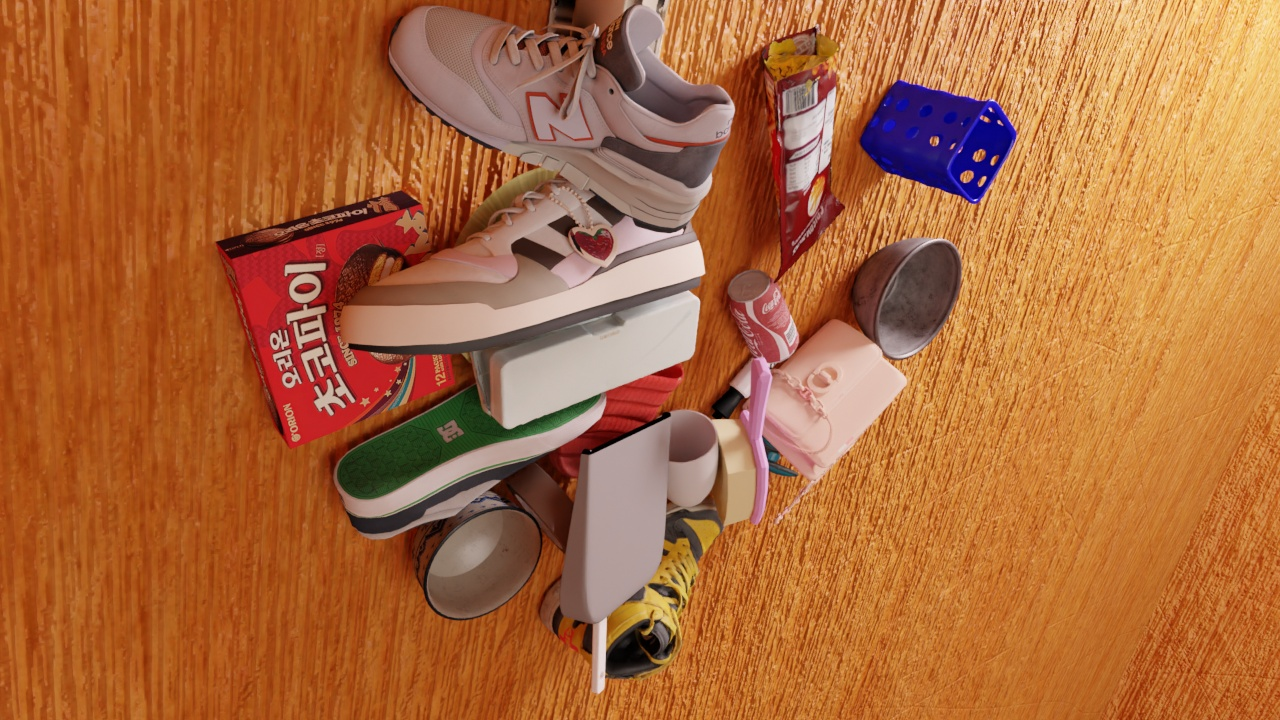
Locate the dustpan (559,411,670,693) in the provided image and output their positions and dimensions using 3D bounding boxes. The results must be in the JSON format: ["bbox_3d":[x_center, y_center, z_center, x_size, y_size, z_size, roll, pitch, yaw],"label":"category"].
[{"bbox_3d":[-0.024,0.186,0.837,0.162,0.033,0.258,-18,113,-63],"label":"dustpan"}]

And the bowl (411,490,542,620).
[{"bbox_3d":[-0.152,0.166,0.818,0.115,0.059,0.116,-20,126,-31],"label":"bowl"}]

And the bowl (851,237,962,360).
[{"bbox_3d":[0.293,-0.079,1.047,0.144,0.067,0.145,-20,126,-31],"label":"bowl"}]

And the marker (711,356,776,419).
[{"bbox_3d":[0.120,0.014,0.986,0.126,0.025,0.025,-50,136,-6],"label":"marker"}]

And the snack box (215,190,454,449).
[{"bbox_3d":[-0.214,-0.030,0.667,0.132,0.036,0.152,-23,128,-29],"label":"snack box"}]

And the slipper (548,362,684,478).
[{"bbox_3d":[-0.005,0.005,0.850,0.103,0.059,0.249,15,103,-44],"label":"slipper"}]

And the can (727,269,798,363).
[{"bbox_3d":[0.124,-0.044,0.935,0.054,0.054,0.096,-44,135,-12],"label":"can"}]

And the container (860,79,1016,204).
[{"bbox_3d":[0.301,-0.225,0.935,0.084,0.114,0.085,27,95,-46],"label":"container"}]

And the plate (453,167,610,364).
[{"bbox_3d":[-0.084,-0.073,0.752,0.184,0.036,0.185,-20,126,-31],"label":"plate"}]

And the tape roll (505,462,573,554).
[{"bbox_3d":[-0.081,0.137,0.837,0.030,0.094,0.094,-40,134,-15],"label":"tape roll"}]

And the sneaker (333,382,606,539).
[{"bbox_3d":[-0.136,0.078,0.773,0.234,0.084,0.079,-24,141,-24],"label":"sneaker"}]

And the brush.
[{"bbox_3d":[0.102,0.083,0.937,0.043,0.089,0.229,-9,139,-6],"label":"brush"}]

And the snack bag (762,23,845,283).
[{"bbox_3d":[0.156,-0.190,0.859,0.138,0.067,0.208,-54,143,-36],"label":"snack bag"}]

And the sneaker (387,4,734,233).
[{"bbox_3d":[-0.038,-0.186,0.603,0.239,0.125,0.088,28,55,-16],"label":"sneaker"}]

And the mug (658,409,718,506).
[{"bbox_3d":[0.028,0.110,0.944,0.107,0.071,0.089,-11,134,-3],"label":"mug"}]

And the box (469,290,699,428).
[{"bbox_3d":[-0.038,-0.007,0.757,0.198,0.073,0.086,-22,100,-31],"label":"box"}]

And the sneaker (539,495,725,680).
[{"bbox_3d":[0.022,0.238,0.966,0.238,0.122,0.086,-30,132,-22],"label":"sneaker"}]

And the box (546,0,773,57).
[{"bbox_3d":[0.024,-0.266,0.628,0.080,0.182,0.144,-12,126,-41],"label":"box"}]

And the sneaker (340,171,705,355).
[{"bbox_3d":[-0.079,-0.084,0.664,0.293,0.112,0.116,-17,102,-31],"label":"sneaker"}]

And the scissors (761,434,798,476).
[{"bbox_3d":[0.146,0.102,1.065,0.134,0.019,0.130,-30,124,-24],"label":"scissors"}]

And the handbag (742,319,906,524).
[{"bbox_3d":[0.188,0.069,1.057,0.198,0.116,0.187,-42,165,-20],"label":"handbag"}]
